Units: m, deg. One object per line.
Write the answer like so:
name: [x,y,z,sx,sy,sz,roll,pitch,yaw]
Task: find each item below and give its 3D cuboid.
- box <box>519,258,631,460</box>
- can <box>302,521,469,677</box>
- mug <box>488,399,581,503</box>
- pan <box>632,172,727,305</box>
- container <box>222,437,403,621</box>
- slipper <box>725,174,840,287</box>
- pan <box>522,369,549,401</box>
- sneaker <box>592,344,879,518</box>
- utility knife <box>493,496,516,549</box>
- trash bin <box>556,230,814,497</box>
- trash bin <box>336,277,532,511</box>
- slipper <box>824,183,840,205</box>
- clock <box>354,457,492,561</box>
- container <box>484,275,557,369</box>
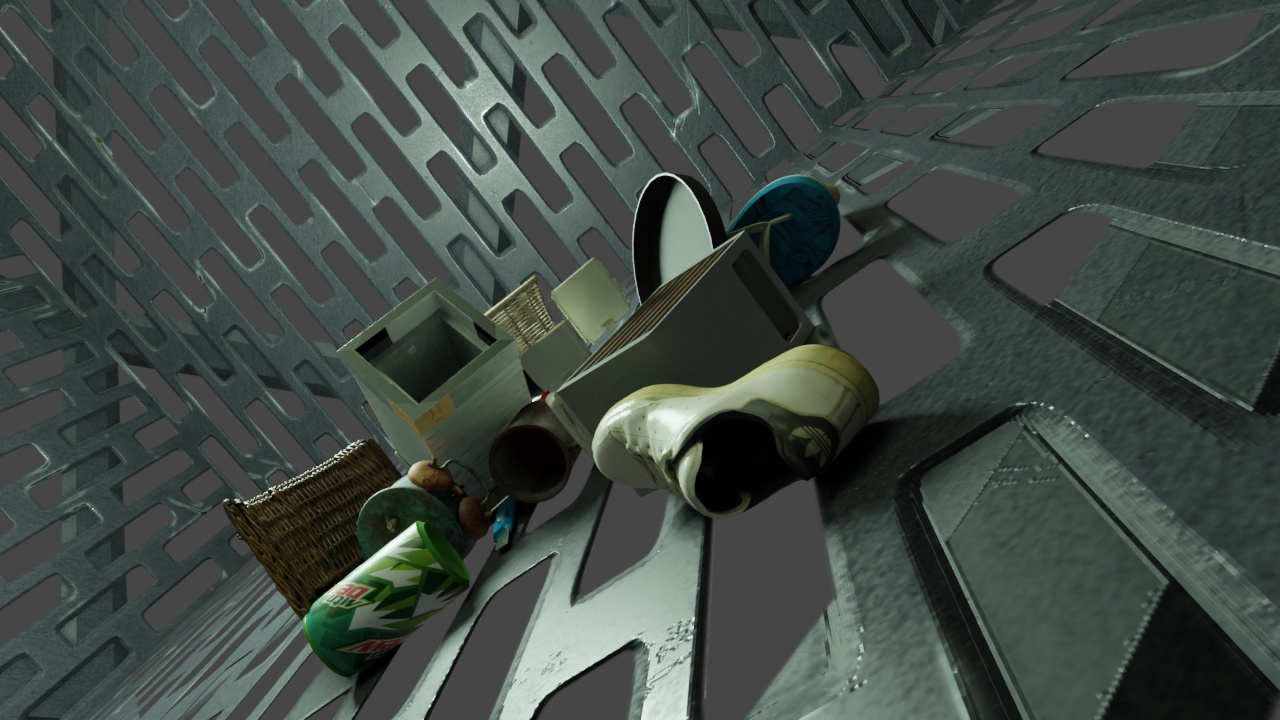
box: [-0.038,0.007,0.940,0.145,0.186,0.066,-42,36,-4]
can: [-0.244,0.230,0.886,0.144,0.083,0.083,-38,9,-5]
mug: [-0.098,0.093,1.027,0.123,0.096,0.110,-16,17,9]
pan: [0.032,-0.076,1.162,0.034,0.225,0.357,-10,-31,-23]
container: [-0.371,0.212,1.126,0.182,0.162,0.250,-36,-7,-24]
slipper: [0.123,-0.116,1.113,0.296,0.118,0.060,-30,16,46]
pan: [-0.212,0.144,1.275,0.209,0.067,0.355,-31,28,33]
sneaker: [0.044,0.066,0.616,0.242,0.089,0.102,-22,25,46]
utility knife: [-0.150,0.178,1.015,0.031,0.015,0.196,-42,10,-2]
trash bin: [0.049,-0.004,0.822,0.115,0.114,0.228,-31,11,38]
trash bin: [-0.225,0.057,1.103,0.142,0.142,0.247,-41,-30,-23]
slipper: [0.212,-0.176,1.211,0.111,0.079,0.261,-12,-2,12]
clock: [-0.227,0.172,0.978,0.158,0.121,0.073,-45,2,17]
container: [-0.209,0.001,1.565,0.227,0.196,0.226,-37,9,6]
